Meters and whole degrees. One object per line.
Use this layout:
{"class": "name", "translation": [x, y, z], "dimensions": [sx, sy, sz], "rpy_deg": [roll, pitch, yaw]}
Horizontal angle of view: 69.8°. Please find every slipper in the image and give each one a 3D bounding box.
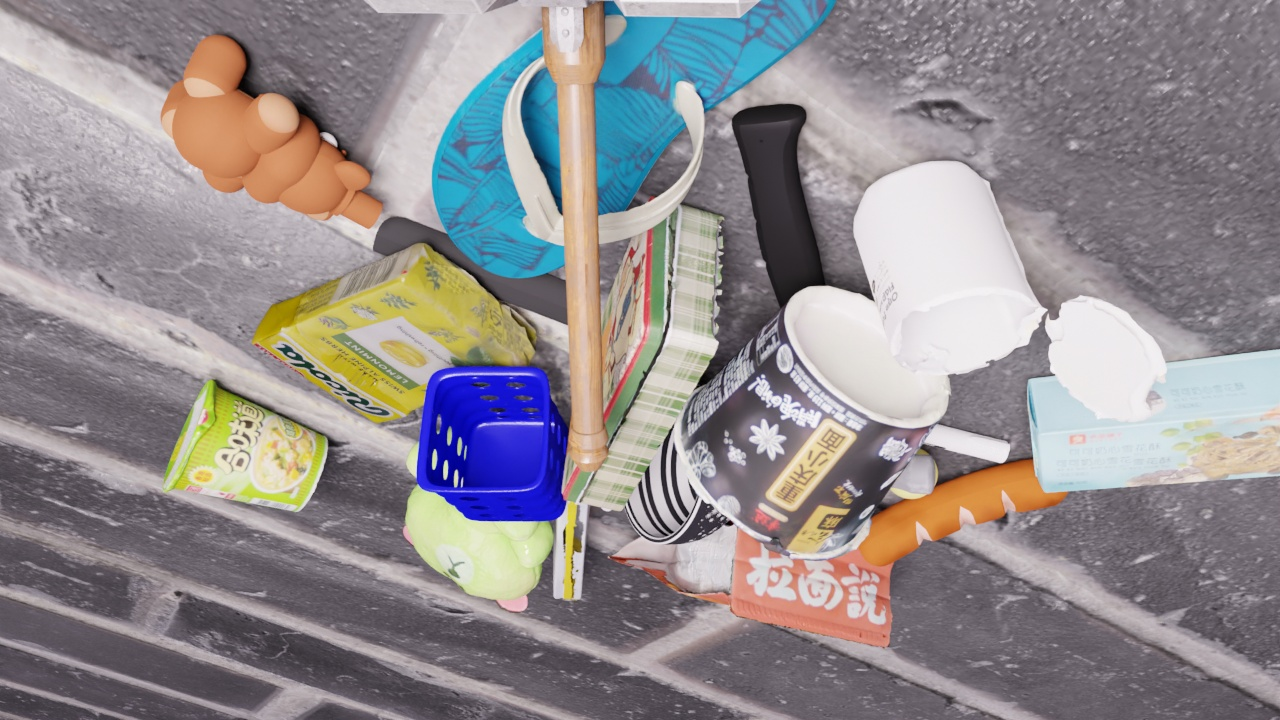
{"class": "slipper", "translation": [-0.024, -0.123, 0.488], "dimensions": [0.118, 0.060, 0.296], "rpy_deg": [36, 133, -23]}

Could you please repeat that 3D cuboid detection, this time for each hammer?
{"class": "hammer", "translation": [0.110, -0.020, 0.594], "dimensions": [0.127, 0.029, 0.324], "rpy_deg": [0, 136, 25]}
{"class": "hammer", "translation": [-0.028, -0.083, 0.425], "dimensions": [0.163, 0.082, 0.318], "rpy_deg": [5, 118, 10]}

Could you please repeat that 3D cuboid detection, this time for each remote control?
{"class": "remote control", "translation": [-0.106, -0.058, 0.619], "dimensions": [0.146, 0.015, 0.033], "rpy_deg": [21, 140, -13]}

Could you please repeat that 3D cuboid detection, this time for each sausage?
{"class": "sausage", "translation": [0.246, 0.115, 0.711], "dimensions": [0.164, 0.044, 0.039], "rpy_deg": [-24, 155, 14]}

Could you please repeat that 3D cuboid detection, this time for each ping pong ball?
{"class": "ping pong ball", "translation": [0.208, 0.086, 0.706], "dimensions": [0.040, 0.040, 0.040], "rpy_deg": [6, 141, 5]}

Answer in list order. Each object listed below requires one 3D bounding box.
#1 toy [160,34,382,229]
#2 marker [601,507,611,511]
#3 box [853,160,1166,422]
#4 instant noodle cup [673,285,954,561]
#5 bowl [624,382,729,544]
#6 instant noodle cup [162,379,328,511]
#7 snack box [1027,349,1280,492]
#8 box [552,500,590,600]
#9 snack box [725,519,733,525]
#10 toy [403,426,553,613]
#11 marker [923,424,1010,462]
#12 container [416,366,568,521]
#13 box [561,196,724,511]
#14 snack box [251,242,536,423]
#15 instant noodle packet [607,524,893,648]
{"class": "toy", "translation": [-0.210, -0.124, 0.539], "dimensions": [0.127, 0.065, 0.095], "rpy_deg": [29, 146, -34]}
{"class": "marker", "translation": [0.008, 0.095, 0.778], "dimensions": [0.017, 0.017, 0.146], "rpy_deg": [27, 138, -20]}
{"class": "box", "translation": [0.187, -0.034, 0.483], "dimensions": [0.126, 0.155, 0.085], "rpy_deg": [-2, 144, -2]}
{"class": "instant noodle cup", "translation": [0.104, 0.030, 0.537], "dimensions": [0.137, 0.137, 0.113], "rpy_deg": [20, 131, -12]}
{"class": "bowl", "translation": [0.042, 0.075, 0.678], "dimensions": [0.066, 0.120, 0.120], "rpy_deg": [7, 146, -30]}
{"class": "instant noodle cup", "translation": [-0.333, 0.081, 0.782], "dimensions": [0.108, 0.098, 0.099], "rpy_deg": [25, 139, -29]}
{"class": "snack box", "translation": [0.353, 0.042, 0.611], "dimensions": [0.175, 0.053, 0.075], "rpy_deg": [-9, 137, 20]}
{"class": "box", "translation": [-0.064, 0.146, 0.820], "dimensions": [0.037, 0.064, 0.210], "rpy_deg": [4, 141, -4]}
{"class": "snack box", "translation": [0.099, 0.117, 0.773], "dimensions": [0.141, 0.031, 0.051], "rpy_deg": [9, 141, 2]}
{"class": "toy", "translation": [-0.136, 0.130, 0.789], "dimensions": [0.150, 0.107, 0.197], "rpy_deg": [32, 149, 3]}
{"class": "marker", "translation": [0.209, 0.052, 0.681], "dimensions": [0.133, 0.017, 0.020], "rpy_deg": [14, 157, -5]}
{"class": "container", "translation": [-0.097, 0.063, 0.643], "dimensions": [0.084, 0.085, 0.114], "rpy_deg": [0, 160, 4]}
{"class": "box", "translation": [-0.004, 0.003, 0.593], "dimensions": [0.051, 0.117, 0.206], "rpy_deg": [14, 142, -9]}
{"class": "snack box", "translation": [-0.173, -0.013, 0.651], "dimensions": [0.181, 0.045, 0.121], "rpy_deg": [-15, 137, 36]}
{"class": "instant noodle packet", "translation": [0.087, 0.194, 0.809], "dimensions": [0.164, 0.083, 0.221], "rpy_deg": [18, 160, -25]}
